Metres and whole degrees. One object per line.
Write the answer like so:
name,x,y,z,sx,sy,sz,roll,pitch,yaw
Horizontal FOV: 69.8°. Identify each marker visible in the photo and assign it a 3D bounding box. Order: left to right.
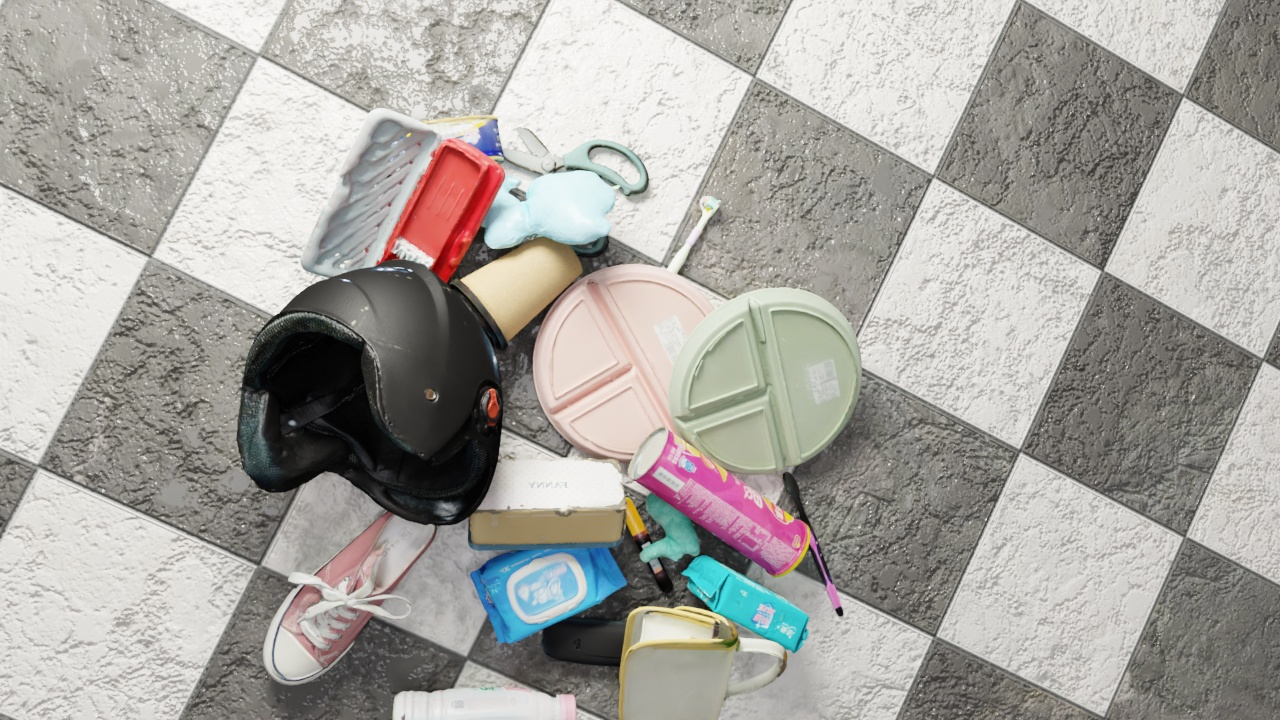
marker,0.006,0.213,1.057,0.018,0.015,0.124,-27,96,-10

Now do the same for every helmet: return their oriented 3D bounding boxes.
helmet,-0.248,0.034,0.917,0.275,0.234,0.229,56,38,-31

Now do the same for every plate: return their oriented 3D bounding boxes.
plate,-0.006,0.006,1.038,0.229,0.028,0.229,-1,95,-9
plate,0.144,0.031,1.025,0.230,0.027,0.230,-5,115,-11

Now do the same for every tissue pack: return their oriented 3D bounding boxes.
tissue pack,-0.102,0.245,1.021,0.157,0.052,0.095,-23,93,-8
tissue pack,0.116,0.270,1.025,0.133,0.093,0.050,31,84,-14

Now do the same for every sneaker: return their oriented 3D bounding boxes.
sneaker,-0.310,0.248,0.974,0.118,0.088,0.241,44,83,-6

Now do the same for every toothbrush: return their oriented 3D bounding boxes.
toothbrush,0.036,-0.107,1.060,0.020,0.029,0.189,34,86,-47
toothbrush,0.204,0.218,1.087,0.014,0.018,0.189,-22,96,-7

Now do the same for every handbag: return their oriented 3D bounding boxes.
handbag,0.066,0.335,1.002,0.178,0.063,0.164,2,128,-3

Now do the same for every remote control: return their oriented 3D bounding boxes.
remote control,-0.044,0.322,1.044,0.136,0.024,0.053,6,90,-8

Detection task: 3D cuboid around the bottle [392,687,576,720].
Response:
bottle,-0.170,0.393,1.006,0.197,0.068,0.068,1,90,-11

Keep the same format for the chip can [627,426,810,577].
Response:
chip can,0.089,0.158,1.025,0.210,0.071,0.071,36,85,-15

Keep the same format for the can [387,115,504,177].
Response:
can,-0.224,-0.228,0.995,0.148,0.074,0.049,-11,94,-9

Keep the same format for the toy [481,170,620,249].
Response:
toy,-0.099,-0.164,0.986,0.156,0.050,0.161,-33,53,-8

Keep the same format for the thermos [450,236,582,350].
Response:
thermos,-0.138,-0.079,1.003,0.143,0.093,0.093,-39,95,-14

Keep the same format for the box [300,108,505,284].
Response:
box,-0.248,-0.150,0.959,0.160,0.063,0.201,25,116,-22

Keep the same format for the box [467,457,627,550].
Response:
box,-0.108,0.155,0.997,0.184,0.089,0.063,0,126,-5

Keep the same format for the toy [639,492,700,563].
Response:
toy,0.034,0.190,1.050,0.096,0.030,0.092,-23,92,-20

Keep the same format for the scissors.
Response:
scissors,-0.083,-0.189,1.043,0.176,0.019,0.172,13,89,-9
